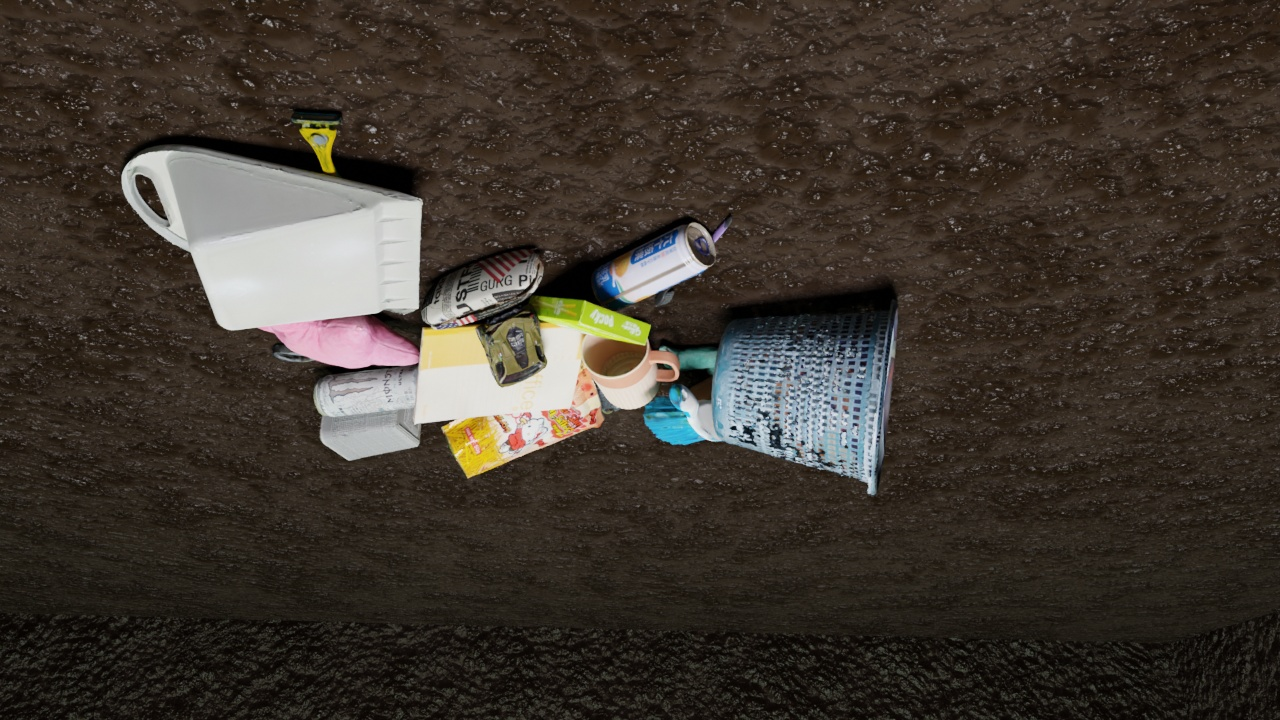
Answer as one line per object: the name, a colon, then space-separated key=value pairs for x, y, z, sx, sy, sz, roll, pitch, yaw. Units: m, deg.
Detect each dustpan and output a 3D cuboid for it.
dustpan: x=-0.368 y=-0.136 z=0.924 sx=0.257 sy=0.142 sz=0.223 roll=-14 pitch=159 yaw=-20

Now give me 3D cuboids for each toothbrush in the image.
toothbrush: x=0.058 y=-0.105 z=1.006 sx=0.016 sy=0.014 sz=0.190 roll=4 pitch=154 yaw=-24

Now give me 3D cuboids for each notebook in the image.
notebook: x=-0.170 y=0.012 z=1.126 sx=0.206 sy=0.010 sz=0.146 roll=-4 pitch=130 yaw=-25

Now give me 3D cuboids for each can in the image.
can: x=0.013 y=-0.099 z=0.975 sx=0.135 sy=0.053 sz=0.053 roll=-22 pitch=145 yaw=37
can: x=-0.363 y=0.042 z=1.244 sx=0.147 sy=0.058 sz=0.058 roll=-6 pitch=152 yaw=9

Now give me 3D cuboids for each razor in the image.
razor: x=-0.287 y=-0.181 z=0.856 sx=0.043 sy=0.028 sz=0.133 roll=-1 pitch=155 yaw=-5

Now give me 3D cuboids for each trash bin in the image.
trash bin: x=0.194 y=0.032 z=1.086 sx=0.195 sy=0.226 sz=0.227 roll=7 pitch=156 yaw=18

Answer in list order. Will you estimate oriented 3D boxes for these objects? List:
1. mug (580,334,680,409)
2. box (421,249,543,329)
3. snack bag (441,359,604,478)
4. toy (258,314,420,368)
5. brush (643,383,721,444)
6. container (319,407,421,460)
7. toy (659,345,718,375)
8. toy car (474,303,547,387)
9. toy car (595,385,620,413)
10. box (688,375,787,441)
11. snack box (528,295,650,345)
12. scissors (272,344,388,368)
mug: x=-0.007 y=0.007 z=1.149 sx=0.115 sy=0.081 sz=0.106 roll=2 pitch=156 yaw=13
box: x=-0.178 y=-0.080 z=1.008 sx=0.165 sy=0.070 sz=0.055 roll=-19 pitch=123 yaw=28
snack bag: x=-0.153 y=0.081 z=1.231 sx=0.207 sy=0.073 sz=0.129 roll=-24 pitch=132 yaw=-8
toy: x=-0.350 y=-0.030 z=1.082 sx=0.194 sy=0.074 sz=0.179 roll=17 pitch=172 yaw=-34
brush: x=0.050 y=0.062 z=1.104 sx=0.110 sy=0.060 sz=0.314 roll=-2 pitch=169 yaw=24
container: x=-0.380 y=0.082 z=1.310 sx=0.114 sy=0.090 sz=0.090 roll=-9 pitch=152 yaw=12
toy: x=0.073 y=0.001 z=1.198 sx=0.092 sy=0.030 sz=0.096 roll=-2 pitch=159 yaw=10
toy car: x=-0.144 y=-0.012 z=1.062 sx=0.070 sy=0.042 sz=0.158 roll=-26 pitch=155 yaw=-11
toy car: x=-0.080 y=0.054 z=1.300 sx=0.120 sy=0.036 sz=0.054 roll=-2 pitch=150 yaw=-13
box: x=0.129 y=0.057 z=1.274 sx=0.089 sy=0.060 sz=0.185 roll=19 pitch=147 yaw=-30
snack box: x=-0.062 y=-0.047 z=1.033 sx=0.085 sy=0.026 sz=0.156 roll=18 pitch=177 yaw=-28
scissors: x=-0.400 y=-0.010 z=1.208 sx=0.159 sy=0.014 sz=0.178 roll=-8 pitch=153 yaw=16
